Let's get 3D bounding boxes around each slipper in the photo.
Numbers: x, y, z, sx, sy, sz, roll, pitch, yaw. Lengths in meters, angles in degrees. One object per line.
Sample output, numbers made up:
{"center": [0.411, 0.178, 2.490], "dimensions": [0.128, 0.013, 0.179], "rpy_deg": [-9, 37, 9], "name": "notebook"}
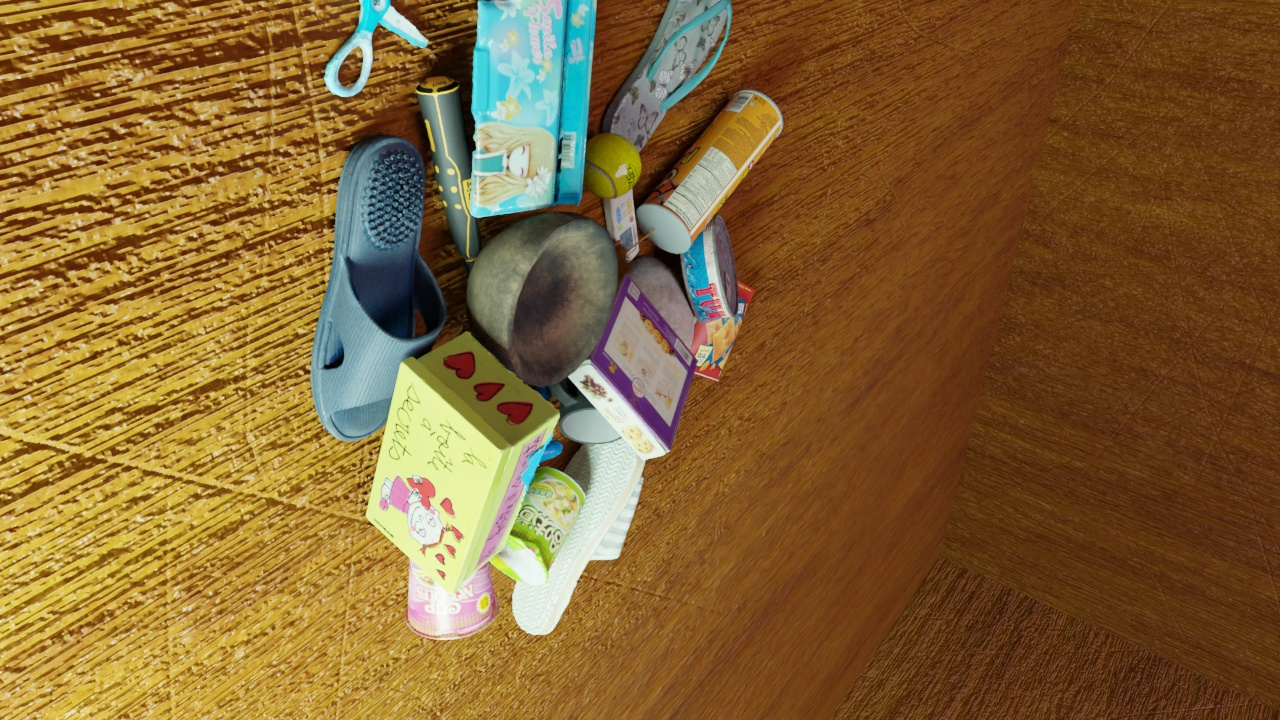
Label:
{"center": [-0.202, -0.049, 0.760], "dimensions": [0.101, 0.082, 0.264], "rpy_deg": [-17, 123, -55], "name": "slipper"}
{"center": [0.049, -0.329, 0.999], "dimensions": [0.268, 0.055, 0.098], "rpy_deg": [-61, 151, -8], "name": "slipper"}
{"center": [-0.072, 0.205, 1.105], "dimensions": [0.054, 0.114, 0.273], "rpy_deg": [26, 96, -48], "name": "slipper"}

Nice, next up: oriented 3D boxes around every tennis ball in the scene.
{"center": [-0.032, -0.200, 0.941], "dimensions": [0.065, 0.065, 0.065], "rpy_deg": [-36, 137, -42], "name": "tennis ball"}

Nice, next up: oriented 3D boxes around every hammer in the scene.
{"center": [-0.156, -0.095, 0.832], "dimensions": [0.123, 0.036, 0.321], "rpy_deg": [-42, 139, -40], "name": "hammer"}

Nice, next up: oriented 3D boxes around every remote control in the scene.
{"center": [-0.022, -0.163, 1.028], "dimensions": [0.038, 0.018, 0.126], "rpy_deg": [-44, 143, -33], "name": "remote control"}

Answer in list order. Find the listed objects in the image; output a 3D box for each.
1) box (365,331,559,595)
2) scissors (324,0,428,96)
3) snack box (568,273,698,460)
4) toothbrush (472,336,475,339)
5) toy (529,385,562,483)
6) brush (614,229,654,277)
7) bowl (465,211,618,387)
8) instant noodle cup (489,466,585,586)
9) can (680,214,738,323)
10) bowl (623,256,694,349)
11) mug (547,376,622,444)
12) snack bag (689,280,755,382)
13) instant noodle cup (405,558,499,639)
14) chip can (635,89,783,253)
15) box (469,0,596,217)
{"center": [-0.163, 0.094, 0.812], "dimensions": [0.082, 0.124, 0.222], "rpy_deg": [-37, 162, -43], "name": "box"}
{"center": [-0.206, -0.267, 0.679], "dimensions": [0.134, 0.011, 0.139], "rpy_deg": [-57, 147, -12], "name": "scissors"}
{"center": [-0.006, 0.006, 0.985], "dimensions": [0.143, 0.041, 0.147], "rpy_deg": [50, 38, -26], "name": "snack box"}
{"center": [-0.140, -0.033, 0.935], "dimensions": [0.134, 0.017, 0.022], "rpy_deg": [-25, 129, -52], "name": "toothbrush"}
{"center": [-0.135, 0.091, 0.975], "dimensions": [0.176, 0.071, 0.113], "rpy_deg": [-63, 160, -7], "name": "toy"}
{"center": [-0.029, -0.106, 1.031], "dimensions": [0.126, 0.017, 0.048], "rpy_deg": [-40, 142, -19], "name": "brush"}
{"center": [-0.095, -0.062, 0.847], "dimensions": [0.161, 0.070, 0.162], "rpy_deg": [-39, 141, -42], "name": "bowl"}
{"center": [-0.119, 0.183, 1.040], "dimensions": [0.107, 0.099, 0.099], "rpy_deg": [-54, 148, -37], "name": "instant noodle cup"}
{"center": [0.087, -0.114, 1.145], "dimensions": [0.129, 0.044, 0.130], "rpy_deg": [-8, 90, -74], "name": "can"}
{"center": [0.014, -0.031, 1.114], "dimensions": [0.177, 0.081, 0.179], "rpy_deg": [-33, 133, -43], "name": "bowl"}
{"center": [-0.061, 0.029, 1.011], "dimensions": [0.113, 0.078, 0.087], "rpy_deg": [35, 42, -41], "name": "mug"}
{"center": [0.106, -0.047, 1.285], "dimensions": [0.130, 0.039, 0.144], "rpy_deg": [18, 94, -59], "name": "snack bag"}
{"center": [-0.195, 0.211, 0.938], "dimensions": [0.097, 0.098, 0.109], "rpy_deg": [-25, 123, -49], "name": "instant noodle cup"}
{"center": [0.085, -0.228, 1.096], "dimensions": [0.214, 0.075, 0.075], "rpy_deg": [-52, 146, -24], "name": "chip can"}
{"center": [-0.081, -0.244, 0.780], "dimensions": [0.169, 0.086, 0.228], "rpy_deg": [-65, 163, -63], "name": "box"}
